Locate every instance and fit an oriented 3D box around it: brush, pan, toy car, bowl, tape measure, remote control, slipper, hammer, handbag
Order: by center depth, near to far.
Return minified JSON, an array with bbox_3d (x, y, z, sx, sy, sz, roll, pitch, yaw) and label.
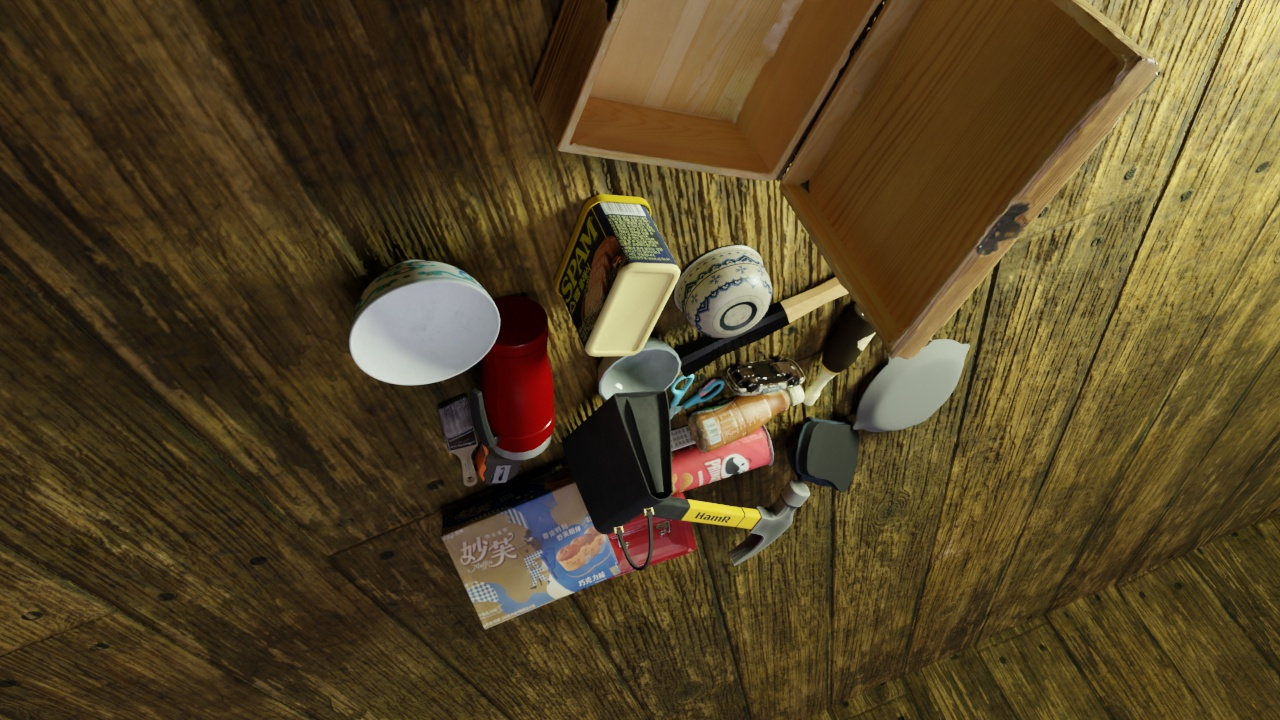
[{"bbox_3d":[-0.218,-0.051,0.902,0.144,0.074,0.144,-16,143,-12],"label":"bowl"},{"bbox_3d":[0.103,-0.072,1.072,0.115,0.059,0.116,-16,143,-12],"label":"bowl"},{"bbox_3d":[-0.007,0.007,1.125,0.106,0.039,0.106,-16,143,-12],"label":"bowl"},{"bbox_3d":[-0.219,0.102,1.128,0.039,0.012,0.151,-13,133,-11],"label":"brush"},{"bbox_3d":[-0.017,0.162,1.141,0.072,0.195,0.176,-2,158,-28],"label":"handbag"},{"bbox_3d":[0.195,-0.067,1.153,0.328,0.039,0.131,-26,143,2],"label":"hammer"},{"bbox_3d":[-0.185,0.135,1.185,0.058,0.038,0.059,5,135,-34],"label":"tape measure"},{"bbox_3d":[0.168,0.024,1.240,0.112,0.048,0.041,-8,137,-21],"label":"toy car"},{"bbox_3d":[0.093,0.100,1.311,0.124,0.028,0.012,-17,157,-10],"label":"remote control"},{"bbox_3d":[0.084,0.222,1.325,0.324,0.034,0.170,14,123,-32],"label":"hammer"},{"bbox_3d":[0.397,0.018,1.372,0.216,0.024,0.354,-37,140,6],"label":"pan"},{"bbox_3d":[0.271,0.140,1.430,0.265,0.084,0.109,21,81,-58],"label":"slipper"}]

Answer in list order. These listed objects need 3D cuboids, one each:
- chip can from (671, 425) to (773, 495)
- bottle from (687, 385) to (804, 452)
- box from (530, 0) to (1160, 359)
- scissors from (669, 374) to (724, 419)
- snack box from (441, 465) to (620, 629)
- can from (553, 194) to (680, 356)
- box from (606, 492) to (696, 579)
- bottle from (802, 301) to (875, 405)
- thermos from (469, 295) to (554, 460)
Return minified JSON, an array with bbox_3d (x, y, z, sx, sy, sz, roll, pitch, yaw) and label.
[{"bbox_3d":[0.072,0.151,1.326,0.233,0.073,0.073,-16,143,-10],"label":"chip can"},{"bbox_3d":[0.151,0.073,1.285,0.167,0.059,0.059,-22,144,-13],"label":"bottle"},{"bbox_3d":[0.132,-0.209,0.694,0.285,0.336,0.280,-1,136,-32],"label":"box"},{"bbox_3d":[0.044,0.061,1.246,0.142,0.015,0.095,-41,142,15],"label":"scissors"},{"bbox_3d":[-0.151,0.254,1.266,0.202,0.069,0.155,-21,106,-4],"label":"snack box"},{"bbox_3d":[-0.025,-0.084,0.945,0.075,0.104,0.136,-1,138,-29],"label":"can"},{"bbox_3d":[-0.006,0.246,1.394,0.157,0.097,0.130,-16,139,-7],"label":"box"},{"bbox_3d":[0.271,-0.003,1.269,0.045,0.045,0.185,-2,138,-28],"label":"bottle"},{"bbox_3d":[-0.147,0.031,1.027,0.107,0.084,0.199,-46,155,-35],"label":"thermos"}]
